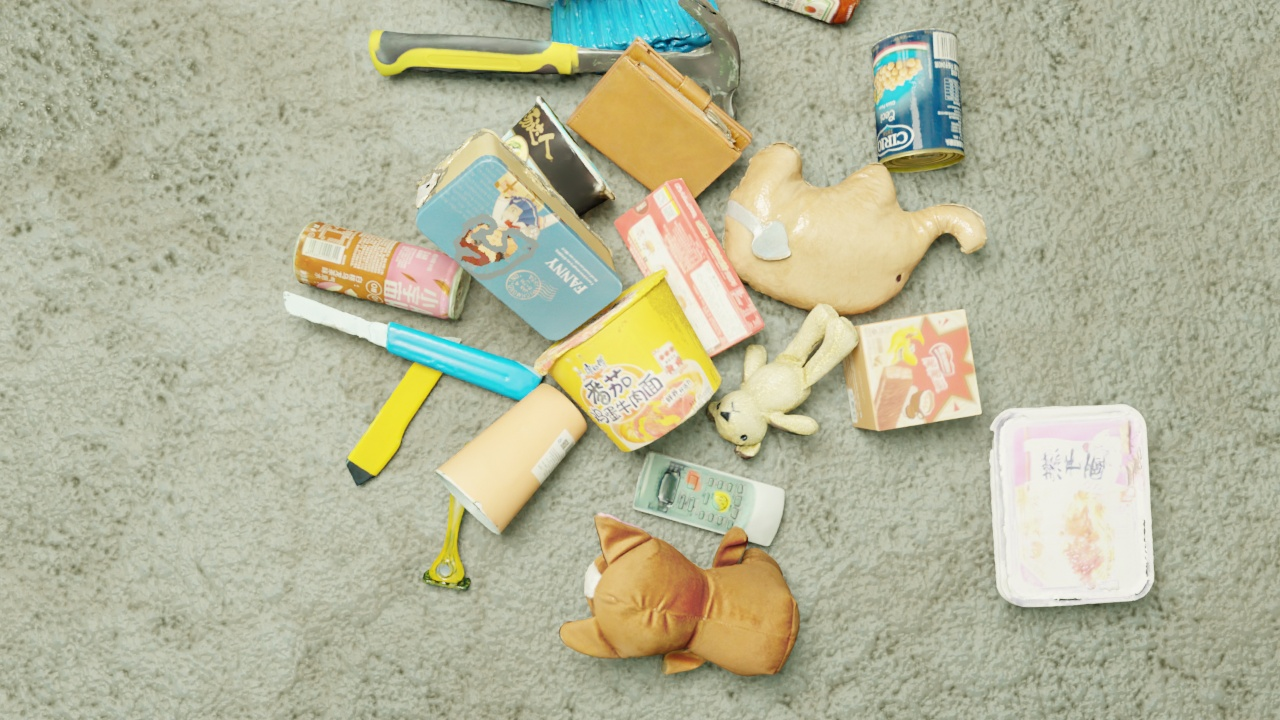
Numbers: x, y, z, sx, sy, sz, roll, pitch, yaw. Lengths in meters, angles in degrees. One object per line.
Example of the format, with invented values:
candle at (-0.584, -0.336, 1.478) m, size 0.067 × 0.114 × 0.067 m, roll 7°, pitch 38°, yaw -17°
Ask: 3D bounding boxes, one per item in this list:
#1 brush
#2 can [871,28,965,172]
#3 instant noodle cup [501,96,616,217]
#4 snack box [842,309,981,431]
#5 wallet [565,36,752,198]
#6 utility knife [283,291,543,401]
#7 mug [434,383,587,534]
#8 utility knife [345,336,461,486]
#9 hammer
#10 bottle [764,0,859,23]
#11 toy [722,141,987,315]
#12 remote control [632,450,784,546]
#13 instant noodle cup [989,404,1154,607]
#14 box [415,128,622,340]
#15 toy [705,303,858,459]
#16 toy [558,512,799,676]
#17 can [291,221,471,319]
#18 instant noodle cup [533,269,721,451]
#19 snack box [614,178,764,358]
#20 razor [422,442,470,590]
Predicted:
brush at (-0.081, -0.316, 0.832) m, size 0.314 × 0.060 × 0.109 m, roll -6°, pitch 84°, yaw 1°
can at (0.247, -0.231, 0.820) m, size 0.075 × 0.075 × 0.111 m, roll -3°, pitch 89°, yaw -1°
instant noodle cup at (-0.100, -0.149, 0.803) m, size 0.120 × 0.111 × 0.111 m, roll -37°, pitch 90°, yaw 6°
snack box at (0.237, 0.009, 0.815) m, size 0.094 × 0.077 × 0.092 m, roll -9°, pitch 89°, yaw -1°
wallet at (0.016, -0.200, 0.795) m, size 0.131 × 0.108 × 0.031 m, roll 35°, pitch 45°, yaw -18°
utility knife at (-0.202, -0.014, 0.819) m, size 0.236 × 0.018 × 0.034 m, roll 20°, pitch 91°, yaw -11°
mug at (-0.108, 0.082, 0.802) m, size 0.078 × 0.078 × 0.122 m, roll 45°, pitch 72°, yaw 0°
utility knife at (-0.216, 0.043, 0.839) m, size 0.033 × 0.015 × 0.164 m, roll 35°, pitch 88°, yaw -8°
hammer at (-0.075, -0.264, 0.792) m, size 0.323 × 0.126 × 0.031 m, roll 5°, pitch 50°, yaw 6°
bottle at (0.101, -0.363, 0.829) m, size 0.206 × 0.060 × 0.060 m, roll 18°, pitch 89°, yaw 0°
toy at (0.185, -0.106, 0.815) m, size 0.226 × 0.082 × 0.143 m, roll 11°, pitch 107°, yaw -4°
remote control at (0.063, 0.126, 0.840) m, size 0.135 × 0.019 × 0.056 m, roll 16°, pitch 89°, yaw -1°
instant noodle cup at (0.376, 0.127, 0.825) m, size 0.138 × 0.060 × 0.173 m, roll -3°, pitch 88°, yaw -1°
box at (-0.094, -0.095, 0.750) m, size 0.090 × 0.061 × 0.184 m, roll -37°, pitch 125°, yaw 18°
toy at (0.125, 0.017, 0.807) m, size 0.157 × 0.066 × 0.105 m, roll -48°, pitch 61°, yaw 20°
toy at (0.035, 0.206, 0.793) m, size 0.199 × 0.131 × 0.140 m, roll 13°, pitch 87°, yaw -22°
can at (-0.230, -0.080, 0.820) m, size 0.147 × 0.058 × 0.058 m, roll 14°, pitch 89°, yaw -1°
instant noodle cup at (-0.005, 0.005, 0.790) m, size 0.138 × 0.138 × 0.110 m, roll -36°, pitch 98°, yaw -1°
snack box at (0.042, -0.078, 0.818) m, size 0.025 × 0.075 × 0.153 m, roll -29°, pitch 89°, yaw -46°
razor at (-0.166, 0.140, 0.835) m, size 0.043 × 0.028 × 0.132 m, roll 10°, pitch 87°, yaw 3°
